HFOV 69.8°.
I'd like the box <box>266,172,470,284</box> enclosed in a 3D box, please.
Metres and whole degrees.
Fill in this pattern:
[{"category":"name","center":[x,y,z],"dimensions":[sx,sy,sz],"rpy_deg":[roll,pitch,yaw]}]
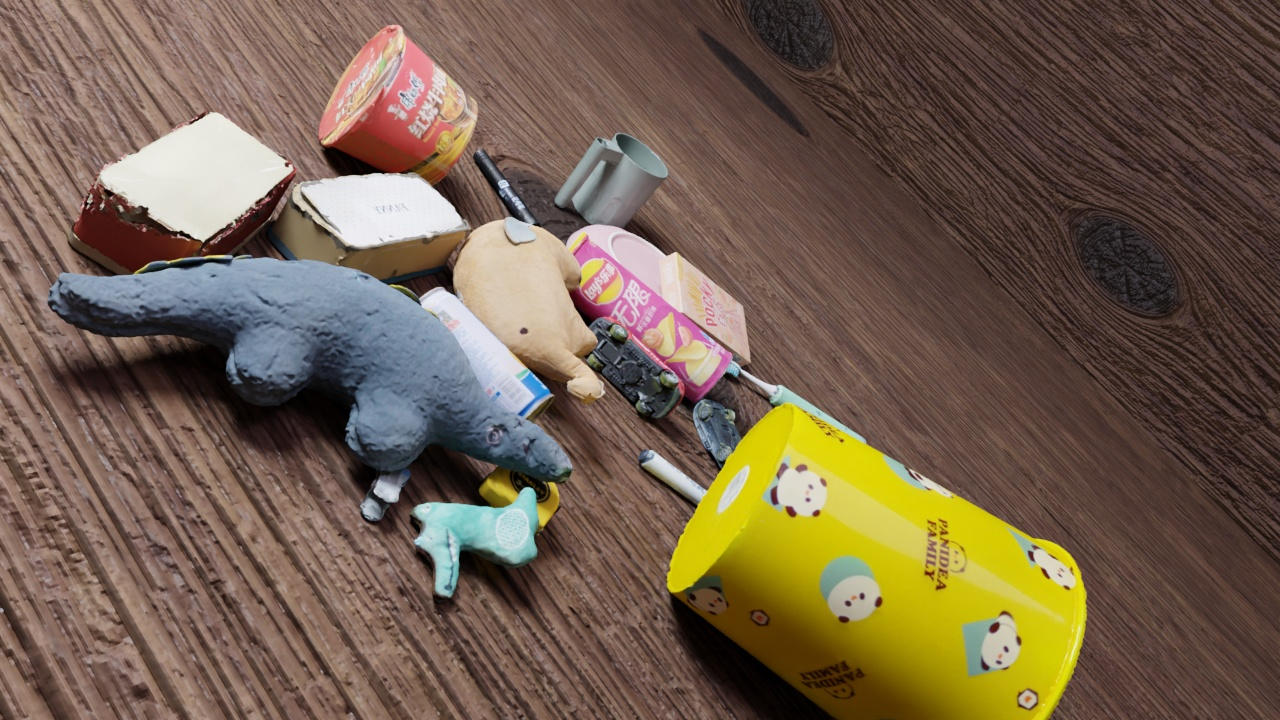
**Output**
[{"category":"box","center":[-0.237,-0.114,0.805],"dimensions":[0.090,0.060,0.183],"rpy_deg":[47,30,11]}]

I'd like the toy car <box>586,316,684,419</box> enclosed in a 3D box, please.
[{"category":"toy car","center":[-0.006,0.006,0.930],"dimensions":[0.120,0.053,0.045],"rpy_deg":[46,26,10]}]

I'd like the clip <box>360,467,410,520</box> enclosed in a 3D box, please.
[{"category":"clip","center":[-0.176,0.087,0.636],"dimensions":[0.024,0.029,0.056],"rpy_deg":[36,21,-14]}]

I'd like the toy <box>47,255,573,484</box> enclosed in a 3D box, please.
[{"category":"toy","center":[-0.204,-0.002,0.648],"dimensions":[0.356,0.092,0.137],"rpy_deg":[26,31,-25]}]

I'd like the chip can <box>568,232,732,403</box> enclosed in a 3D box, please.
[{"category":"chip can","center":[-0.002,-0.044,0.987],"dimensions":[0.210,0.072,0.071],"rpy_deg":[39,28,-6]}]

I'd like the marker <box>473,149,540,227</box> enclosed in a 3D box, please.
[{"category":"marker","center":[-0.156,-0.195,1.065],"dimensions":[0.132,0.020,0.022],"rpy_deg":[54,1,24]}]

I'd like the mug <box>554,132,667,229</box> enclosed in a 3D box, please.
[{"category":"mug","center":[-0.041,-0.226,1.163],"dimensions":[0.123,0.104,0.083],"rpy_deg":[3,46,-49]}]

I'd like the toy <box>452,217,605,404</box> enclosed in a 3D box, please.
[{"category":"toy","center":[-0.103,-0.041,0.846],"dimensions":[0.143,0.083,0.225],"rpy_deg":[6,45,-26]}]

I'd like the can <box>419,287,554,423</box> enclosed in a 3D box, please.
[{"category":"can","center":[-0.137,0.002,0.769],"dimensions":[0.134,0.053,0.053],"rpy_deg":[45,28,6]}]

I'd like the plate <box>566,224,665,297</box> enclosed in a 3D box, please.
[{"category":"plate","center":[0.000,-0.099,1.102],"dimensions":[0.192,0.039,0.192],"rpy_deg":[31,30,-20]}]

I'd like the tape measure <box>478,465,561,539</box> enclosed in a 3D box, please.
[{"category":"tape measure","center":[-0.092,0.105,0.705],"dimensions":[0.060,0.029,0.057],"rpy_deg":[41,29,-1]}]

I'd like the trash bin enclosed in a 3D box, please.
[{"category":"trash bin","center":[0.176,0.180,0.750],"dimensions":[0.255,0.230,0.229],"rpy_deg":[33,28,-3]}]

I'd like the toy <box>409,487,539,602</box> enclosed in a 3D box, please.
[{"category":"toy","center":[-0.116,0.125,0.638],"dimensions":[0.092,0.030,0.096],"rpy_deg":[9,45,-15]}]

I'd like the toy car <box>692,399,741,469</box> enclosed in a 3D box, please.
[{"category":"toy car","center":[0.084,0.081,0.957],"dimensions":[0.043,0.034,0.090],"rpy_deg":[16,39,-44]}]

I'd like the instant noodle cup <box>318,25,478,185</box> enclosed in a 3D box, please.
[{"category":"instant noodle cup","center":[-0.239,-0.246,0.922],"dimensions":[0.108,0.138,0.137],"rpy_deg":[31,28,-38]}]

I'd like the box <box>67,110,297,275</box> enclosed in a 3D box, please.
[{"category":"box","center":[-0.330,-0.126,0.681],"dimensions":[0.091,0.077,0.168],"rpy_deg":[35,28,-14]}]

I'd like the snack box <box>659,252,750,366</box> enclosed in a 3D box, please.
[{"category":"snack box","center":[0.078,-0.056,1.091],"dimensions":[0.157,0.026,0.084],"rpy_deg":[32,45,-47]}]

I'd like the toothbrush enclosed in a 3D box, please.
[{"category":"toothbrush","center":[0.191,0.056,1.136],"dimensions":[0.224,0.027,0.027],"rpy_deg":[32,51,-18]}]

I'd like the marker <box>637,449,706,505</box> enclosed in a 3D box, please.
[{"category":"marker","center":[0.052,0.126,0.872],"dimensions":[0.130,0.018,0.022],"rpy_deg":[37,19,-10]}]
